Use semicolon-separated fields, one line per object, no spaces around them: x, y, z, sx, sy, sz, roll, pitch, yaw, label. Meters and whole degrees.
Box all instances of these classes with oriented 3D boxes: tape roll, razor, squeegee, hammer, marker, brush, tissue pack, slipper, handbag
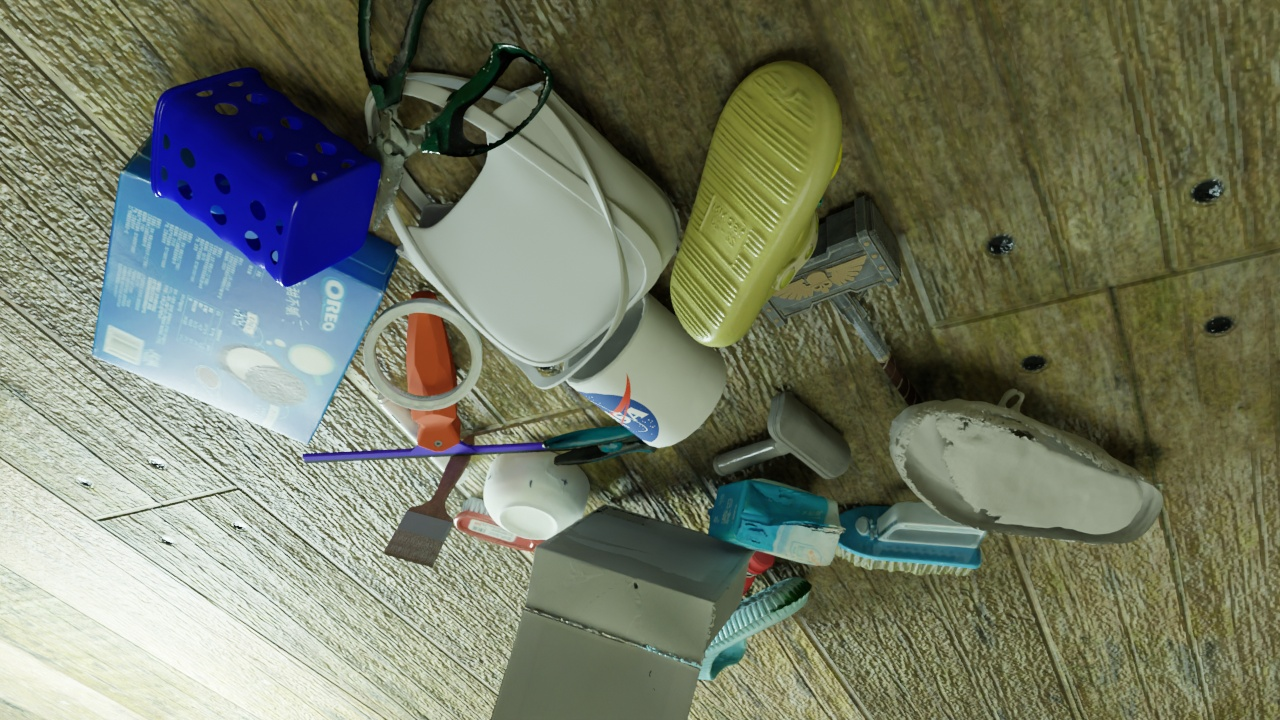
-0.173;-0.004;0.734;0.093;0.013;0.093;-2;113;-5;tape roll
0.110;0.079;0.806;0.088;0.047;0.116;37;139;-26;razor
-0.178;0.023;0.790;0.249;0.055;0.185;-2;126;-7;squeegee
0.200;0.012;0.716;0.099;0.044;0.322;-20;132;29;hammer
-0.209;0.074;0.881;0.020;0.017;0.133;23;154;47;marker
-0.111;0.186;0.969;0.172;0.030;0.041;22;136;-10;brush
0.120;0.143;0.826;0.093;0.061;0.144;16;170;-5;tissue pack
0.081;0.313;1.011;0.277;0.069;0.115;-34;166;33;slipper
-0.179;0.122;0.832;0.045;0.142;0.008;14;137;9;brush
0.301;0.083;0.728;0.246;0.074;0.112;16;95;-21;slipper
0.084;-0.091;0.588;0.081;0.091;0.191;-4;130;-35;slipper
-0.106;-0.096;0.633;0.222;0.095;0.216;40;131;-12;handbag
0.243;0.159;0.849;0.136;0.055;0.075;2;141;9;brush

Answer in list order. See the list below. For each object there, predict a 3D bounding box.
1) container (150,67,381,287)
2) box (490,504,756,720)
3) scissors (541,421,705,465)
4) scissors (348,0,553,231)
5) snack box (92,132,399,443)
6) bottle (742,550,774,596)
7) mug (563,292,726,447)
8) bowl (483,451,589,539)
-0.243;-0.119;0.600;0.113;0.084;0.085;36;131;8;container
-0.057;0.305;0.724;0.167;0.504;0.149;13;135;19;box
-0.020;0.069;0.828;0.138;0.019;0.129;17;138;-22;scissors
-0.156;-0.173;0.577;0.210;0.015;0.154;-25;104;35;scissors
-0.326;-0.045;0.748;0.195;0.056;0.240;26;134;-16;snack box
0.069;0.229;0.956;0.062;0.062;0.177;31;134;-21;bottle
-0.004;0.004;0.721;0.090;0.091;0.121;39;165;-27;mug
-0.105;0.138;0.901;0.105;0.054;0.105;6;136;6;bowl
